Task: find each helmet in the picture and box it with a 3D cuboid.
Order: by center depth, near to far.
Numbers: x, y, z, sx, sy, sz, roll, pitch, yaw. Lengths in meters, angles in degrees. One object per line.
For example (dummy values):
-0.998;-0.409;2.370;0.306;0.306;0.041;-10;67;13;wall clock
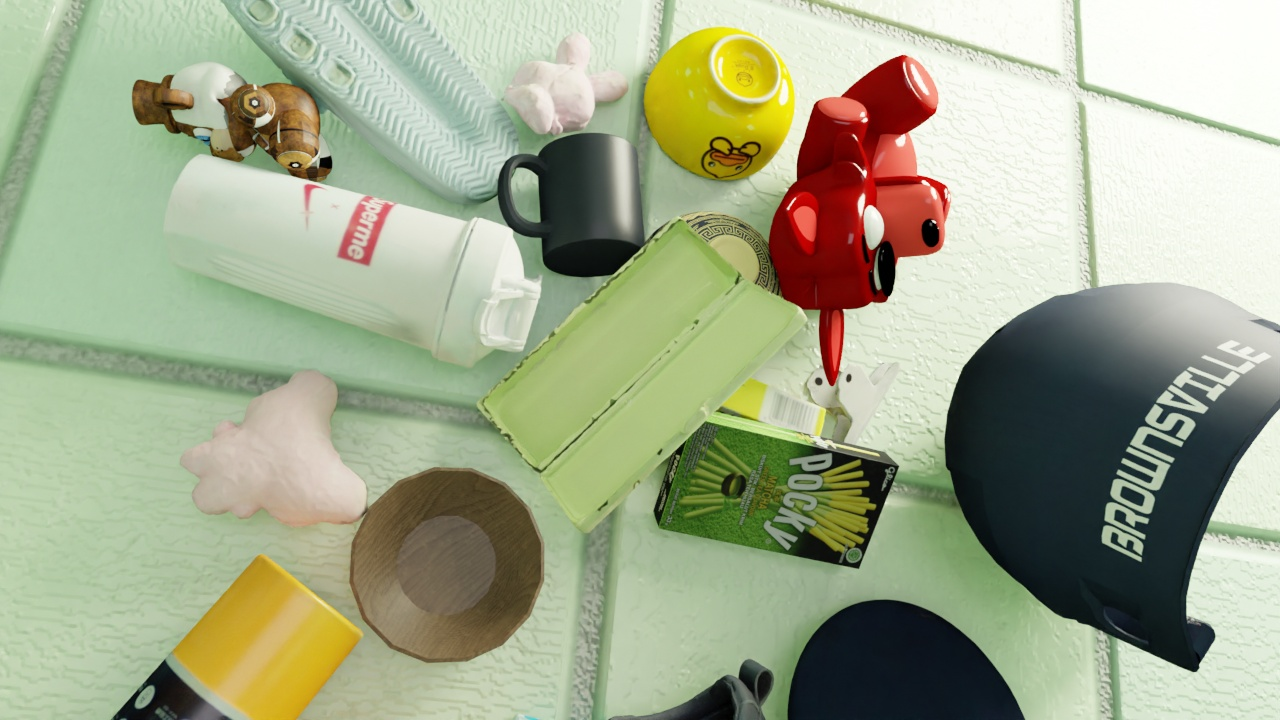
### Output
0.330;0.065;0.627;0.272;0.223;0.232;29;92;-36;helmet

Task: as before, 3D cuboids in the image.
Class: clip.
0.153;0.026;0.686;0.054;0.040;0.101;46;65;-21;clip

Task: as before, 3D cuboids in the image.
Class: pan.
0.179;0.316;0.549;0.198;0.021;0.355;18;53;-19;pan

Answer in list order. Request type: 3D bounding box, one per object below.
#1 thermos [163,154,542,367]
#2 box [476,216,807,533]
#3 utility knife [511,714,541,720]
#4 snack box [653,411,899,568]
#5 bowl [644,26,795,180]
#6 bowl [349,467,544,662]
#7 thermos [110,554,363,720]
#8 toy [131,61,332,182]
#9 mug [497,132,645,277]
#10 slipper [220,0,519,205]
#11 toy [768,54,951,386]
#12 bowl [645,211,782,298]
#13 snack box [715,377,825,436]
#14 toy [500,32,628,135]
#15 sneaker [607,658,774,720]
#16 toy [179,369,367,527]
-0.173;-0.060;0.575;0.220;0.099;0.099;15;71;-8;thermos
-0.001;0.007;0.583;0.187;0.047;0.141;-45;50;-4;box
-0.026;0.246;0.571;0.123;0.015;0.022;21;82;-13;utility knife
0.091;0.087;0.623;0.147;0.025;0.080;14;105;-12;snack box
0.067;-0.204;0.699;0.117;0.068;0.117;4;73;-15;bowl
-0.119;0.126;0.568;0.117;0.030;0.117;5;73;-15;bowl
-0.245;0.222;0.479;0.091;0.076;0.232;40;67;-5;thermos
-0.257;-0.152;0.581;0.112;0.087;0.067;1;90;-9;toy
-0.049;-0.108;0.629;0.105;0.071;0.077;5;72;-33;mug
-0.186;-0.202;0.624;0.245;0.074;0.103;46;68;-17;slipper
0.156;-0.104;0.655;0.121;0.158;0.196;5;47;28;toy
0.054;-0.059;0.656;0.112;0.061;0.112;5;73;-15;bowl
0.055;0.025;0.644;0.148;0.040;0.028;22;68;-10;snack box
-0.057;-0.197;0.673;0.063;0.047;0.109;42;53;2;toy
-0.017;0.253;0.521;0.235;0.089;0.087;-23;98;-22;sneaker
-0.218;0.060;0.545;0.095;0.053;0.099;-16;81;-28;toy
